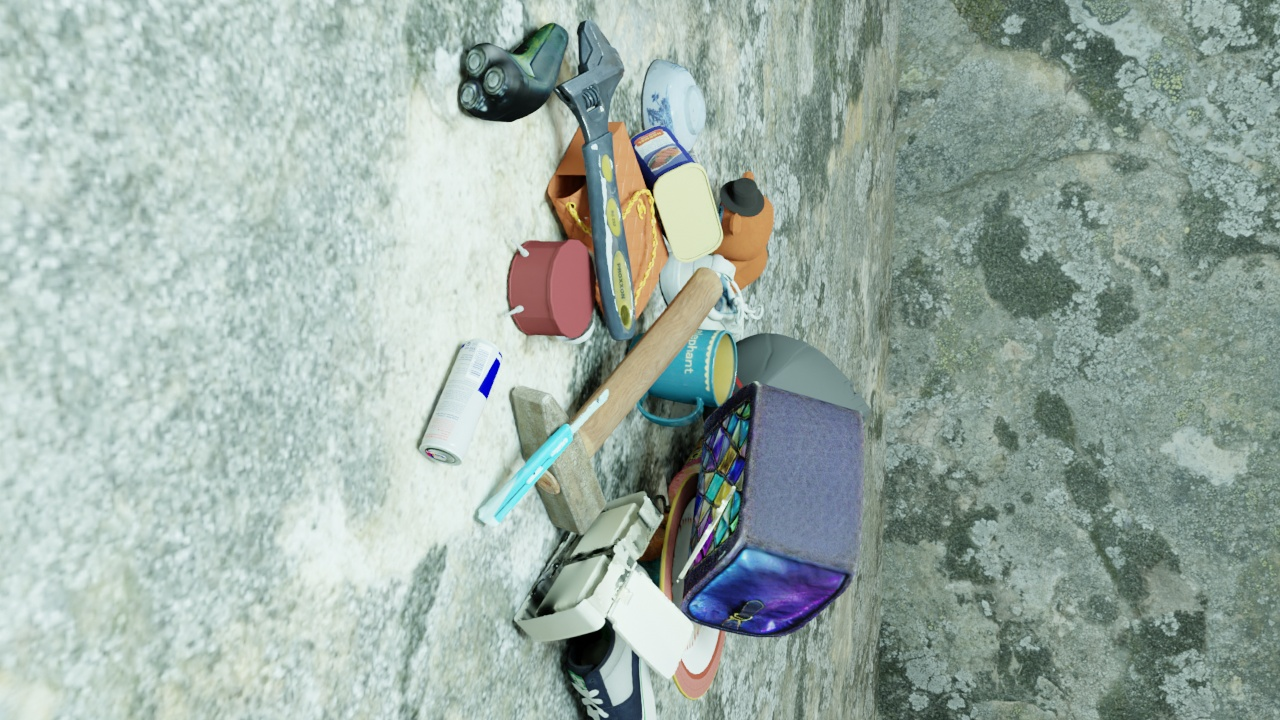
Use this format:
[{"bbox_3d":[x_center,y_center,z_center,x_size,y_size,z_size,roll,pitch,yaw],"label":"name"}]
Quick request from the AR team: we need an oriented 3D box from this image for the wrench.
[{"bbox_3d":[-0.032,-0.153,0.792,0.073,0.022,0.273,-13,98,-43],"label":"wrench"}]

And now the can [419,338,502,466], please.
[{"bbox_3d":[-0.131,0.029,0.677,0.032,0.032,0.095,61,39,-52],"label":"can"}]

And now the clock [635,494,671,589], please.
[{"bbox_3d":[0.015,0.225,0.997,0.121,0.073,0.157,-20,106,-68],"label":"clock"}]

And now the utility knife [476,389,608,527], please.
[{"bbox_3d":[-0.078,0.076,0.754,0.151,0.015,0.022,-48,133,-17],"label":"utility knife"}]

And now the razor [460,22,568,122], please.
[{"bbox_3d":[-0.093,-0.235,0.718,0.067,0.054,0.151,55,34,-28],"label":"razor"}]

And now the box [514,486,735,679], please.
[{"bbox_3d":[0.011,0.196,0.795,0.106,0.193,0.143,51,44,-16],"label":"box"}]

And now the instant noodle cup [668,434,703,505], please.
[{"bbox_3d":[0.094,0.144,1.158,0.108,0.098,0.098,-60,146,-59],"label":"instant noodle cup"}]

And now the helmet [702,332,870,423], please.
[{"bbox_3d":[0.162,0.051,1.104,0.164,0.170,0.264,-49,163,13],"label":"helmet"}]

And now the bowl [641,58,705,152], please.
[{"bbox_3d":[0.044,-0.278,1.026,0.114,0.045,0.114,4,90,-67],"label":"bowl"}]

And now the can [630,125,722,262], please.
[{"bbox_3d":[0.034,-0.175,0.953,0.116,0.056,0.092,67,-4,-46],"label":"can"}]

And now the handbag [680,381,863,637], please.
[{"bbox_3d":[0.119,0.150,0.903,0.223,0.125,0.204,120,-17,-57],"label":"handbag"}]

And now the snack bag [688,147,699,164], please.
[{"bbox_3d":[0.063,-0.207,1.055,0.157,0.013,0.057,-97,176,-62],"label":"snack bag"}]

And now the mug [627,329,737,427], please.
[{"bbox_3d":[0.038,0.018,0.982,0.084,0.104,0.112,59,43,-54],"label":"mug"}]

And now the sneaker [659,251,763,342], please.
[{"bbox_3d":[0.101,-0.047,1.138,0.242,0.091,0.089,61,38,-52],"label":"sneaker"}]

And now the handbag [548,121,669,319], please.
[{"bbox_3d":[-0.024,-0.125,0.878,0.108,0.060,0.172,-66,149,-32],"label":"handbag"}]

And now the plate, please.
[{"bbox_3d":[0.053,0.233,0.961,0.229,0.021,0.230,-2,90,-69],"label":"plate"}]

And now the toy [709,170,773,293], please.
[{"bbox_3d":[0.130,-0.165,1.187,0.176,0.096,0.111,110,0,-56],"label":"toy"}]

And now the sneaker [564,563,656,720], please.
[{"bbox_3d":[-0.037,0.316,0.900,0.078,0.084,0.235,-12,108,-41],"label":"sneaker"}]

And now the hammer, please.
[{"bbox_3d":[-0.005,0.005,0.878,0.299,0.037,0.158,-50,139,-35],"label":"hammer"}]

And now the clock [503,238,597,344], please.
[{"bbox_3d":[-0.070,-0.060,0.792,0.124,0.044,0.087,14,81,-67],"label":"clock"}]
